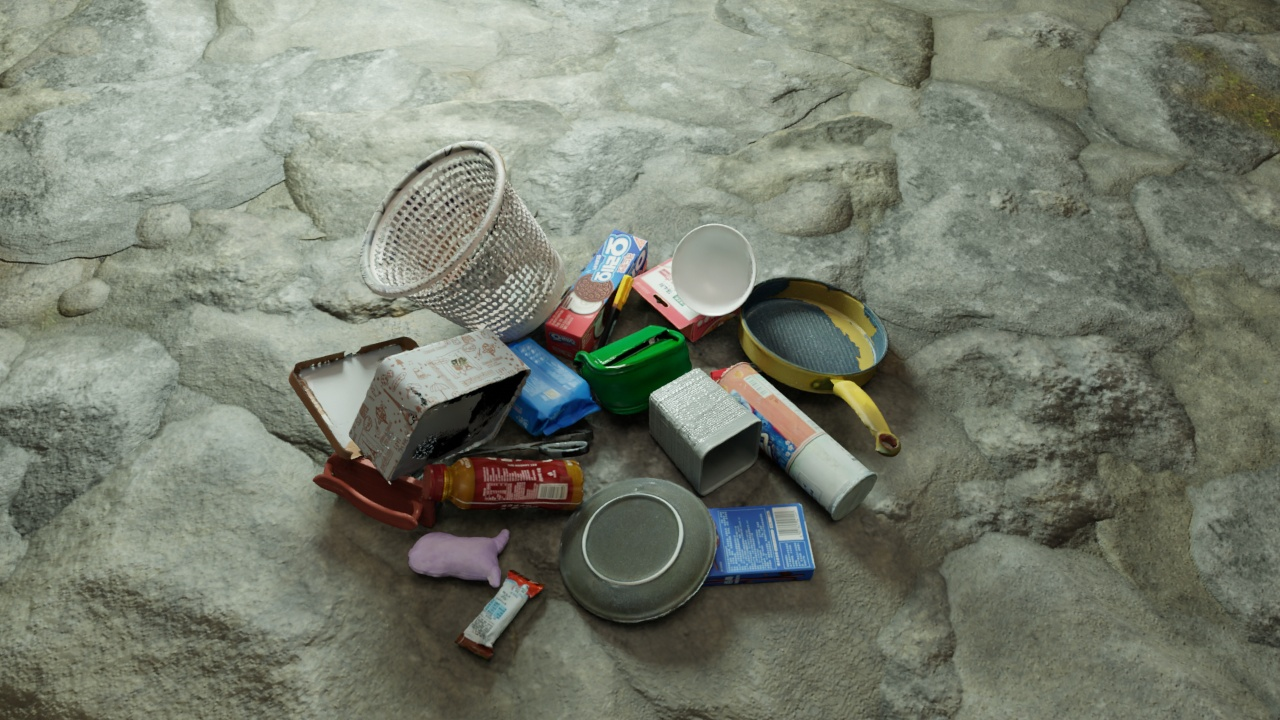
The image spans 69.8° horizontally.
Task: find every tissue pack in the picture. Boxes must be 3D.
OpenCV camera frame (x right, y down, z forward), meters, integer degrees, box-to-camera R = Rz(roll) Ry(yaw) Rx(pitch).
[{"bbox_3d":[-0.133,0.036,1.140,0.157,0.052,0.094,36,43,26],"label":"tissue pack"}]

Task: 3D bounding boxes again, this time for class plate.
[{"bbox_3d":[-0.006,0.200,1.008,0.179,0.024,0.179,-8,48,9],"label":"plate"}]

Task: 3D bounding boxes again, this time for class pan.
[{"bbox_3d":[0.238,0.005,1.133,0.197,0.078,0.356,1,43,-12],"label":"pan"}]

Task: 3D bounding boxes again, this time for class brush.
[{"bbox_3d":[-0.300,0.144,1.046,0.146,0.063,0.069,20,39,16],"label":"brush"}]

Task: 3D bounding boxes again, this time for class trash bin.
[{"bbox_3d":[-0.208,-0.131,1.168,0.228,0.192,0.227,-18,53,25],"label":"trash bin"}]

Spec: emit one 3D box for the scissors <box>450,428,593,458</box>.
[{"bbox_3d":[-0.133,0.102,1.091,0.159,0.014,0.171,-14,14,-41],"label":"scissors"}]

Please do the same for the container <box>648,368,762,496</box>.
[{"bbox_3d":[0.072,0.081,1.094,0.090,0.090,0.114,-28,53,-24],"label":"container"}]

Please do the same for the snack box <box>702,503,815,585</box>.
[{"bbox_3d":[0.110,0.206,1.028,0.157,0.026,0.084,-3,49,-3],"label":"snack box"}]

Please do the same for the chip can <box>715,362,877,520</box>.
[{"bbox_3d":[0.178,0.092,1.097,0.071,0.071,0.215,-31,57,-25],"label":"chip can"}]

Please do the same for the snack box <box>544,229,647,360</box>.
[{"bbox_3d":[-0.058,-0.092,1.255,0.058,0.057,0.206,21,53,15],"label":"snack box"}]

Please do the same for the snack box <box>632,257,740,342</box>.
[{"bbox_3d":[0.064,-0.088,1.263,0.126,0.044,0.113,-31,58,-26],"label":"snack box"}]

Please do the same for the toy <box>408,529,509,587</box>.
[{"bbox_3d":[-0.201,0.212,1.008,0.108,0.039,0.083,2,32,4],"label":"toy"}]

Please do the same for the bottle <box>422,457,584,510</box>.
[{"bbox_3d":[-0.152,0.138,1.023,0.174,0.058,0.057,5,47,-25],"label":"bottle"}]

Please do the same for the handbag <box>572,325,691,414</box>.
[{"bbox_3d":[-0.007,0.007,1.155,0.131,0.068,0.120,-23,27,-23],"label":"handbag"}]

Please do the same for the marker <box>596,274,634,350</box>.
[{"bbox_3d":[-0.036,-0.057,1.222,0.015,0.018,0.123,16,77,22],"label":"marker"}]

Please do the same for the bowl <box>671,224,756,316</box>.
[{"bbox_3d":[0.107,-0.119,1.208,0.118,0.118,0.064,29,17,21],"label":"bowl"}]

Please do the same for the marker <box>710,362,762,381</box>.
[{"bbox_3d":[0.162,0.006,1.204,0.145,0.017,0.017,-13,52,-12],"label":"marker"}]

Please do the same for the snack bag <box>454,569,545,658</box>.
[{"bbox_3d":[-0.148,0.266,0.971,0.048,0.026,0.103,20,53,23],"label":"snack bag"}]

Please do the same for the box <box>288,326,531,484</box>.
[{"bbox_3d":[-0.266,0.017,1.056,0.193,0.157,0.182,45,33,16],"label":"box"}]
